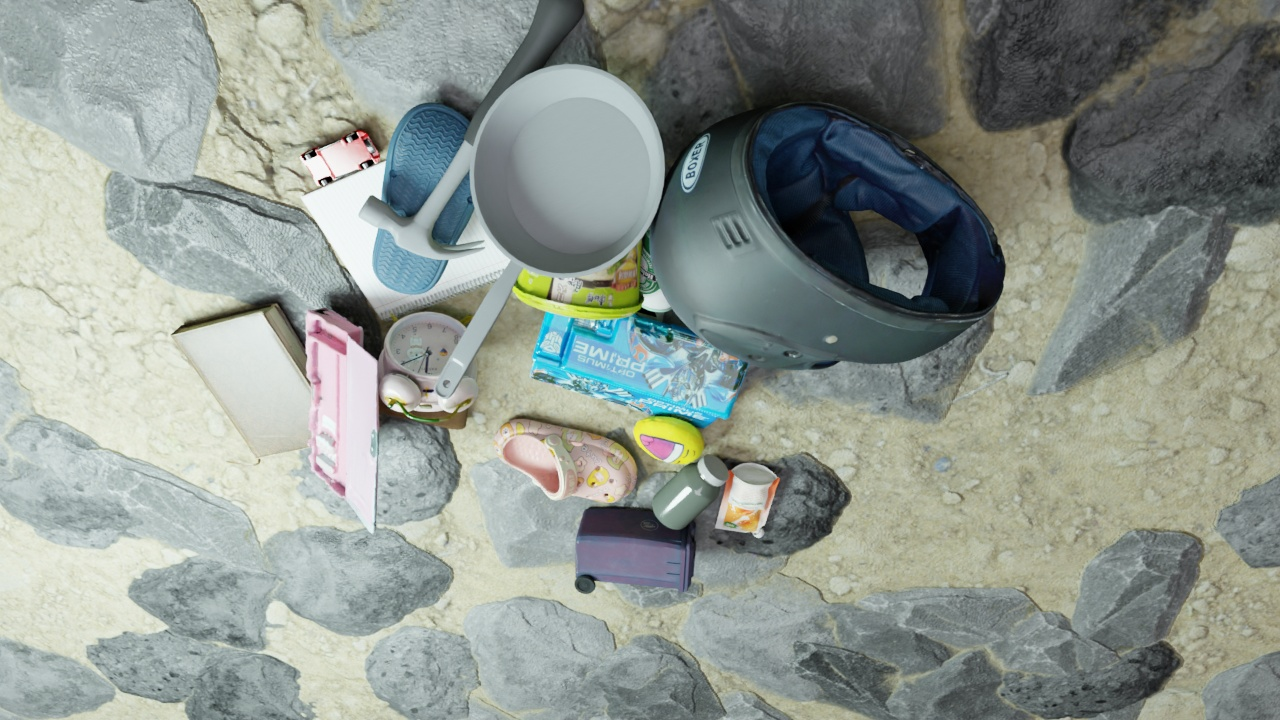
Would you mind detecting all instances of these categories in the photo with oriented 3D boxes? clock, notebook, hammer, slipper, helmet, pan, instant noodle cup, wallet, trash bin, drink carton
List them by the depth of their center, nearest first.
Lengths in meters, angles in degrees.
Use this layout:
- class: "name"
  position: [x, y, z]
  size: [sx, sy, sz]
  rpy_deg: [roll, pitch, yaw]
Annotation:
- class: "pan"
  position: [-0.109, -0.115, 0.904]
  size: [0.201, 0.050, 0.357]
  rpy_deg: [33, 104, 13]
- class: "helmet"
  position: [0.160, -0.103, 0.911]
  size: [0.316, 0.248, 0.237]
  rpy_deg: [22, 153, -14]
- class: "hammer"
  position: [-0.154, -0.236, 0.932]
  size: [0.125, 0.029, 0.311]
  rpy_deg: [31, 107, -22]
- class: "instant noodle cup"
  position: [-0.062, -0.111, 0.987]
  size: [0.146, 0.146, 0.098]
  rpy_deg: [10, 109, -1]
- class: "slipper"
  position: [-0.231, -0.172, 0.999]
  size: [0.103, 0.059, 0.214]
  rpy_deg: [14, 111, -14]
- class: "notebook"
  position: [-0.240, -0.152, 1.052]
  size: [0.246, 0.013, 0.178]
  rpy_deg: [-17, 120, 17]
- class: "clock"
  position: [-0.248, 0.012, 1.075]
  size: [0.116, 0.157, 0.059]
  rpy_deg: [3, 139, -14]
- class: "wallet"
  position: [-0.278, 0.036, 1.179]
  size: [0.121, 0.026, 0.099]
  rpy_deg: [13, 122, -1]
- class: "notebook"
  position: [-0.507, 0.038, 1.196]
  size: [0.190, 0.034, 0.215]
  rpy_deg: [-13, 122, 14]
- class: "slipper"
  position: [-0.100, 0.140, 1.198]
  size: [0.197, 0.081, 0.093]
  rpy_deg: [21, 123, -6]
- class: "drink carton"
  position: [0.144, 0.195, 1.242]
  size: [0.069, 0.038, 0.122]
  rpy_deg: [9, 131, 0]
- class: "trash bin"
  position: [-0.005, 0.263, 1.266]
  size: [0.161, 0.093, 0.092]
  rpy_deg: [4, 115, 5]

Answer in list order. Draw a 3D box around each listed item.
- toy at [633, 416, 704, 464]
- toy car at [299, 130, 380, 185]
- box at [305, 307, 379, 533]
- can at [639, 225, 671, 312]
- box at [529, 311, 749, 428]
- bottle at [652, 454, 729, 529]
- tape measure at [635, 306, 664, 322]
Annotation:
- class: "toy"
  position: [0.037, 0.100, 1.171]
  size: [0.094, 0.041, 0.096]
  rpy_deg: [23, 149, -8]
- class: "toy car"
  position: [-0.329, -0.222, 1.005]
  size: [0.090, 0.025, 0.038]
  rpy_deg: [-17, 121, 16]
- class: "box"
  position: [-0.350, 0.070, 1.112]
  size: [0.179, 0.039, 0.233]
  rpy_deg: [31, 122, 39]
- class: "can"
  position: [0.025, -0.108, 1.029]
  size: [0.053, 0.053, 0.101]
  rpy_deg: [10, 125, -1]
- class: "box"
  position: [-0.009, 0.020, 1.097]
  size: [0.243, 0.071, 0.171]
  rpy_deg: [17, 133, -7]
- class: "bottle"
  position: [0.067, 0.173, 1.216]
  size: [0.060, 0.060, 0.109]
  rpy_deg: [33, 121, -16]
- class: "tape measure"
  position: [-0.007, -0.055, 1.091]
  size: [0.065, 0.016, 0.064]
  rpy_deg: [15, 125, -5]
